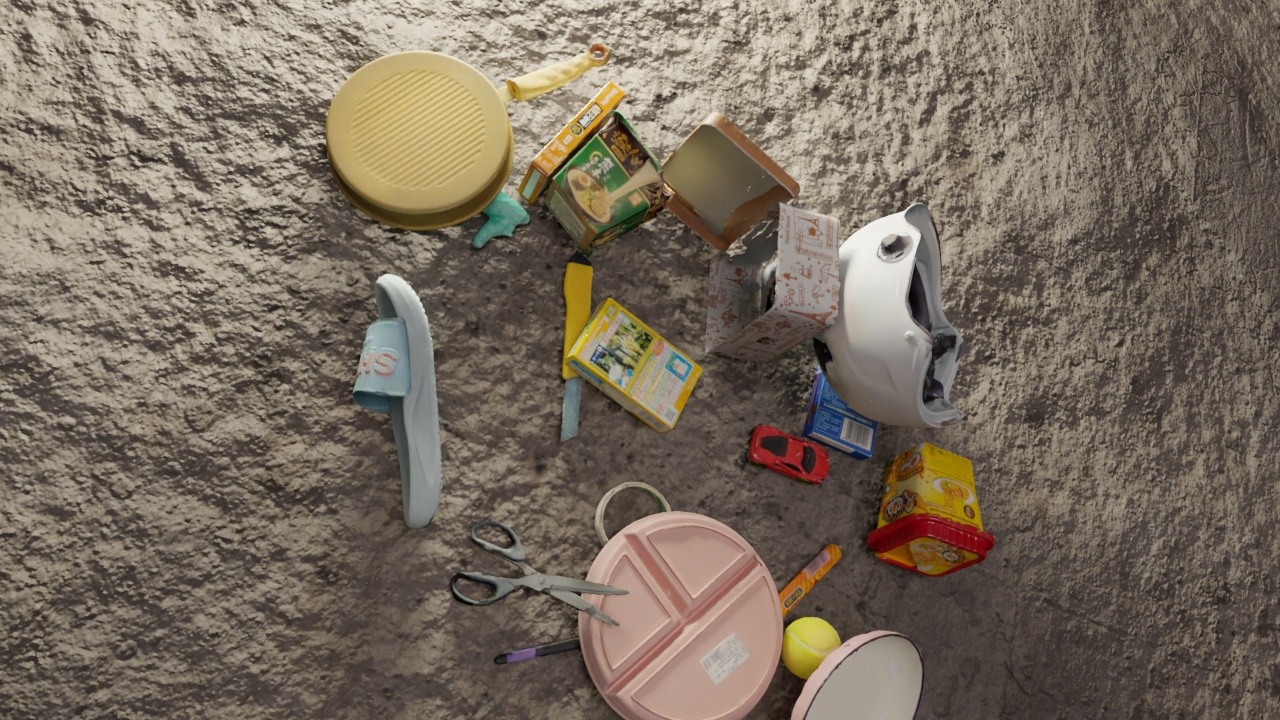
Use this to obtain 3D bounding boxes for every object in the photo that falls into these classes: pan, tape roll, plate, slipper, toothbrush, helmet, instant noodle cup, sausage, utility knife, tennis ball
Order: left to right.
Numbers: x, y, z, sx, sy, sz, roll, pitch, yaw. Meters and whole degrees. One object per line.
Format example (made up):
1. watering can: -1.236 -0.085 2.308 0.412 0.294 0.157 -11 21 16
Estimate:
1. slipper: -0.238 0.041 0.885 0.074 0.104 0.245 -6 83 -22
2. pan: -0.174 -0.276 1.011 0.356 0.078 0.197 -36 82 -14
3. utility knife: -0.074 -0.017 1.012 0.033 0.015 0.223 10 70 -20
4. toothbrush: -0.055 0.285 0.930 0.188 0.017 0.014 -5 66 -22
5. tape roll: -0.007 0.173 0.984 0.085 0.014 0.085 6 72 -20
6. plate: 0.049 0.269 0.948 0.229 0.028 0.229 7 70 -19
7. sausage: 0.174 0.258 1.027 0.164 0.021 0.021 -37 90 -27
8. tennis ball: 0.184 0.311 0.991 0.065 0.066 0.065 6 72 -20
9. plate: 0.222 0.367 0.968 0.192 0.039 0.192 -12 112 -32
10. helmet: 0.274 -0.044 1.045 0.229 0.146 0.258 42 45 -51
11. instant noodle cup: 0.339 0.173 1.077 0.116 0.116 0.123 21 56 -15

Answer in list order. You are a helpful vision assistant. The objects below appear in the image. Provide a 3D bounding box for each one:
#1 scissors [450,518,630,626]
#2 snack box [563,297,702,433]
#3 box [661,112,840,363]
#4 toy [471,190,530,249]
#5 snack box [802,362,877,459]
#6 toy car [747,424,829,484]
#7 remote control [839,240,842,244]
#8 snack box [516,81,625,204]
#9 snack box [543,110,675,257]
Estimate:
1. scissors: -0.105 0.221 0.908 0.164 0.014 0.164 -27 74 -17
2. snack box: -0.006 0.006 1.015 0.140 0.034 0.086 38 61 -17
3. box: 0.120 -0.134 1.037 0.136 0.180 0.269 -21 84 -26
4. toy: -0.168 -0.170 1.014 0.092 0.030 0.096 39 67 -3
5. snack box: 0.255 0.035 1.125 0.084 0.026 0.156 23 67 -15
6. toy car: 0.176 0.110 1.069 0.106 0.031 0.049 22 68 -17
7. remote control: 0.223 -0.109 1.157 0.049 0.024 0.124 34 65 -9
8. snack box: -0.079 -0.249 1.047 0.026 0.075 0.153 40 64 -6
9. snack box: -0.044 -0.191 1.031 0.105 0.118 0.117 -38 91 -17
